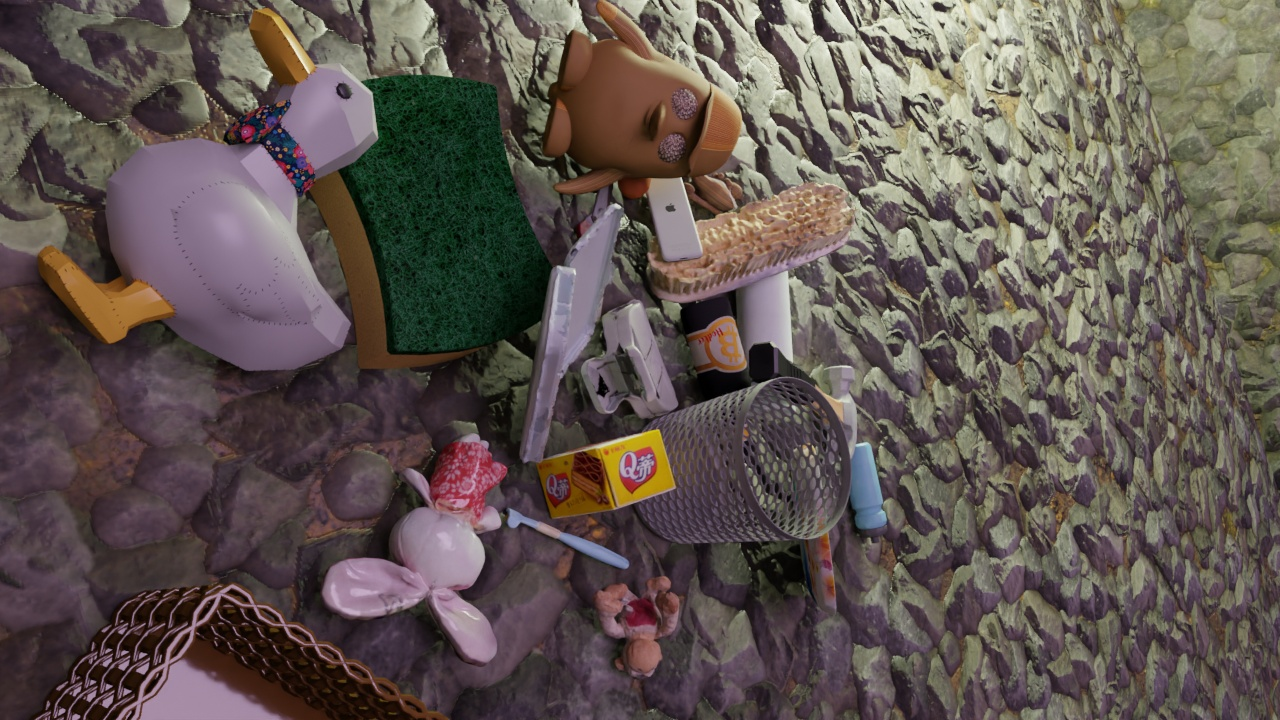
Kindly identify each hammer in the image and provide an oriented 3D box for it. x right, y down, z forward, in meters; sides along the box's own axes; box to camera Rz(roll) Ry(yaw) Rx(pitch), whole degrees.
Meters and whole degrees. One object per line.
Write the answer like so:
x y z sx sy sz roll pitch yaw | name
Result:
0.196 0.040 1.070 0.328 0.039 0.131 28 59 -60 | hammer

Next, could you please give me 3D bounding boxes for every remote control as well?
0.034 -0.169 1.043 0.045 0.008 0.146 -8 54 -6 | remote control

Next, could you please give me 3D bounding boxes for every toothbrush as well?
-0.070 0.178 0.903 0.155 0.016 0.022 30 27 -32 | toothbrush

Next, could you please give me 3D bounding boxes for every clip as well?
-0.006 0.006 0.968 0.125 0.074 0.143 67 23 -8 | clip

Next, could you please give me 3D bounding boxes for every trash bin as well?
0.095 0.112 0.948 0.156 0.184 0.156 13 70 -38 | trash bin

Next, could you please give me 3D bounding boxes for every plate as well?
0.193 0.189 1.046 0.016 0.187 0.187 -7 84 3 | plate

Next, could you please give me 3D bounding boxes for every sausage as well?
-0.006 -0.265 1.061 0.039 0.044 0.164 41 45 -69 | sausage

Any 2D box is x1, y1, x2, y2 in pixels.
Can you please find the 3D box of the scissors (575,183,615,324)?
-0.054 -0.134 1.003 0.146 0.015 0.188 -16 87 -41 | scissors

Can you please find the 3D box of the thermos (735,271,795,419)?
0.151 -0.044 1.119 0.067 0.068 0.229 11 70 -38 | thermos

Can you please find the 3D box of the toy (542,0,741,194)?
0.008 -0.254 0.964 0.203 0.162 0.199 11 111 -14 | toy

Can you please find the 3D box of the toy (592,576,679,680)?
-0.007 0.268 0.904 0.085 0.074 0.106 -1 100 -10 | toy

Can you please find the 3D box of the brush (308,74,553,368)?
-0.192 -0.127 0.840 0.194 0.075 0.250 -21 92 -42 | brush

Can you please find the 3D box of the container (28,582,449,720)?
-0.257 0.300 0.573 0.251 0.215 0.219 44 54 -23 | container

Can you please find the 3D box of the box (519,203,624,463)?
-0.070 -0.024 0.844 0.061 0.210 0.192 16 55 -2 | box

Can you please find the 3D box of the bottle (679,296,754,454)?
0.097 0.021 1.059 0.059 0.059 0.181 -14 87 -42 | bottle

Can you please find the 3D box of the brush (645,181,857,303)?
0.129 -0.138 1.068 0.270 0.057 0.083 -20 62 -17 | brush

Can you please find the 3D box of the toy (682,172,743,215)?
0.087 -0.206 1.128 0.101 0.042 0.055 22 86 -44 | toy

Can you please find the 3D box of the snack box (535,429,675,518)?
-0.034 0.110 0.890 0.083 0.106 0.061 -13 87 -42 | snack box

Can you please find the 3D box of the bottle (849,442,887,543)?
0.294 0.174 1.199 0.040 0.040 0.130 -5 82 -41 | bottle

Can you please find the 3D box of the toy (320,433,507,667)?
-0.170 0.146 0.782 0.159 0.084 0.193 27 55 -24 | toy

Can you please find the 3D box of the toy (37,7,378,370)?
-0.295 -0.106 0.684 0.266 0.141 0.247 -37 119 -25 | toy
